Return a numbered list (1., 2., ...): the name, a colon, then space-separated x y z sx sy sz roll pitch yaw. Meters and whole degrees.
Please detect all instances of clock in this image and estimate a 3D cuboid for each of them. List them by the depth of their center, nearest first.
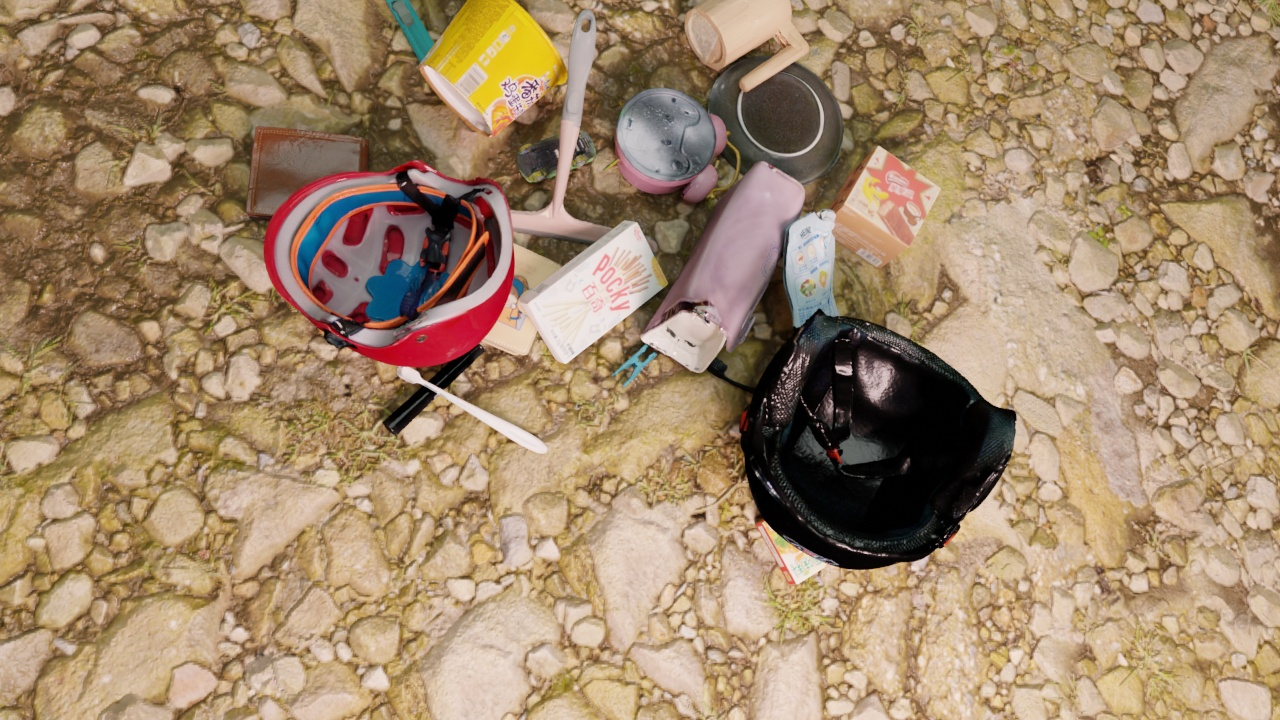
1. clock: 0.043 -0.246 1.070 0.158 0.060 0.117 15 73 -7

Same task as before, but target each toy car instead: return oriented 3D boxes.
1. toy car: -0.097 -0.232 1.048 0.091 0.036 0.043 -22 84 -17

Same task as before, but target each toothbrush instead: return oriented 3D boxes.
1. toothbrush: -0.176 0.053 0.964 0.180 0.016 0.016 31 73 -15
2. toothbrush: 0.150 0.046 1.049 0.189 0.014 0.017 31 63 -4

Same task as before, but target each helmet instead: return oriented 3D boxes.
1. helmet: 0.214 0.091 0.906 0.233 0.231 0.273 29 57 10
2. helmet: -0.241 -0.084 0.930 0.240 0.144 0.206 12 63 10

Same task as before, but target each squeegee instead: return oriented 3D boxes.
1. squeegee: -0.077 -0.246 0.984 0.247 0.040 0.250 8 110 -10

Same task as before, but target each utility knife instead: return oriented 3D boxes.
1. utility knife: -0.272 -0.398 1.061 0.029 0.013 0.216 -28 84 -17

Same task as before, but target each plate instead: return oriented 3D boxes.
1. plate: 0.170 -0.299 1.128 0.179 0.024 0.179 3 77 -11

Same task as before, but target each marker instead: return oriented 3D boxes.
1. marker: -0.218 0.027 0.970 0.131 0.020 0.022 -46 109 -18

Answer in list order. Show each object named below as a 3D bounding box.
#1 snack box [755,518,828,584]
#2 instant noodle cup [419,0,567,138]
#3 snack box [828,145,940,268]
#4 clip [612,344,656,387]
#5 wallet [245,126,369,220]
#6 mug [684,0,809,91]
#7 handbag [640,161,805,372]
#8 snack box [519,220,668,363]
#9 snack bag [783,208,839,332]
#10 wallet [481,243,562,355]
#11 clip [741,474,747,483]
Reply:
1. snack box: 0.213 0.178 1.024 0.155 0.027 0.077 -27 84 -16
2. instant noodle cup: -0.166 -0.321 1.008 0.138 0.138 0.109 41 83 0
3. snack box: 0.285 -0.182 1.097 0.093 0.077 0.094 34 72 -3
4. clip: -0.006 0.006 1.024 0.056 0.014 0.043 -42 88 -16
5. wallet: -0.357 -0.195 0.988 0.124 0.032 0.101 3 79 -11
6. mug: 0.129 -0.398 1.113 0.103 0.084 0.124 -37 90 -16
7. handbag: 0.097 -0.099 0.998 0.098 0.145 0.196 29 70 -1
8. snack box: -0.049 -0.076 1.008 0.156 0.027 0.085 -39 119 -17
9. snack bag: 0.191 -0.070 1.011 0.110 0.039 0.191 -32 122 -36
10. wallet: -0.140 -0.068 1.009 0.087 0.024 0.115 23 72 -1
11. clip: 0.151 0.113 1.023 0.092 0.035 0.103 22 69 -8
